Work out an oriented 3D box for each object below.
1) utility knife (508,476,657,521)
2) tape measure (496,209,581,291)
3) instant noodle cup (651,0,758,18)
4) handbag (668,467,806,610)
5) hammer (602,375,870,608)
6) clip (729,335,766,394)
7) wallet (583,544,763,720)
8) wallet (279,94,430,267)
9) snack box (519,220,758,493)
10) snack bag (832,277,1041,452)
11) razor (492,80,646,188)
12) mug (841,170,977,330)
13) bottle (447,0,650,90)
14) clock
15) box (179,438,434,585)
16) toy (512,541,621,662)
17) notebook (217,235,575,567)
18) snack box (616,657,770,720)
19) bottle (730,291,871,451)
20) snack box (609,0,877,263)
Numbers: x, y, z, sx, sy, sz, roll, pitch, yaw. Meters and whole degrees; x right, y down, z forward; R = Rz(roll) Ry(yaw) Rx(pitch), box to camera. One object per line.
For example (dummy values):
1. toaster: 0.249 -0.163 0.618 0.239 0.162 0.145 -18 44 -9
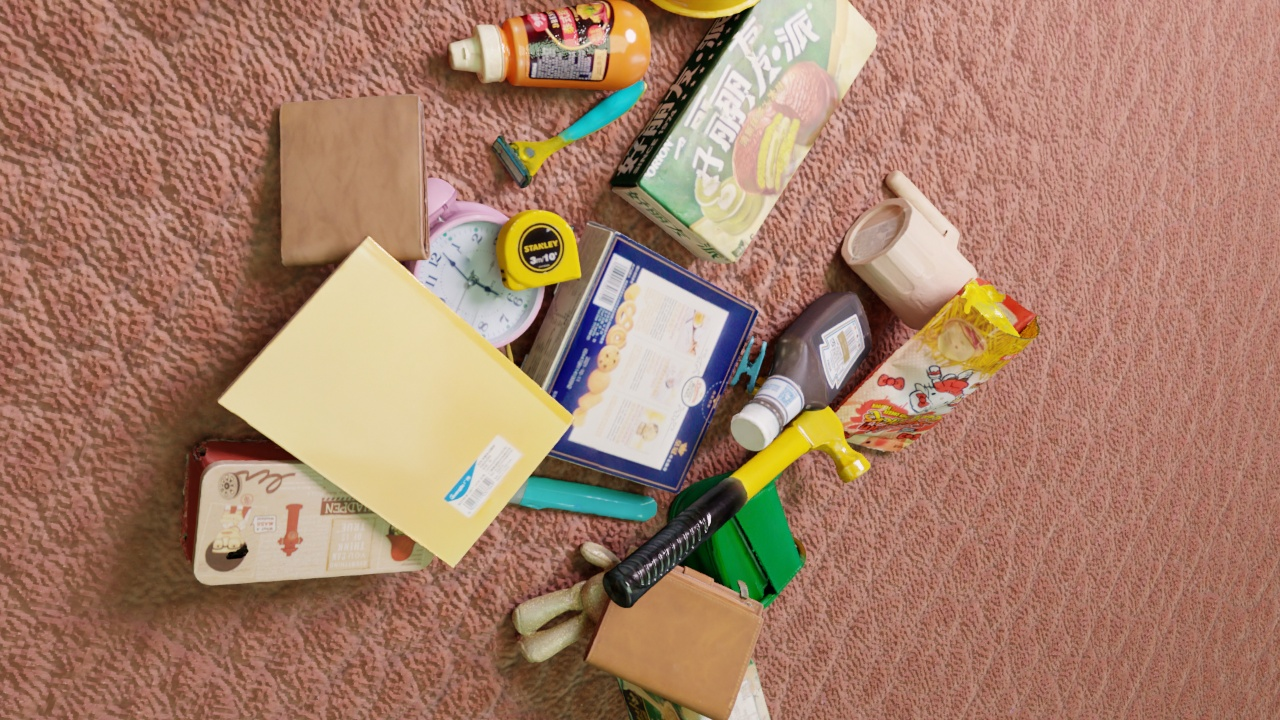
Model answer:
1. utility knife: -0.049 0.122 0.803 0.151 0.013 0.029 15 97 -31
2. tape measure: -0.076 -0.080 0.665 0.060 0.029 0.057 -16 108 -25
3. instant noodle cup: 0.052 -0.336 0.664 0.138 0.110 0.138 0 87 -3
4. handbag: 0.097 0.164 0.861 0.120 0.068 0.131 -29 112 -28
5. hammer: 0.079 0.111 0.780 0.299 0.033 0.129 -32 80 -39
6. clip: 0.096 0.004 0.805 0.047 0.014 0.057 21 125 10
7. wallet: 0.034 0.222 0.772 0.130 0.035 0.118 26 66 -4
8. wallet: -0.197 -0.123 0.630 0.101 0.020 0.115 -2 87 3
9. snack box: -0.005 0.004 0.761 0.182 0.046 0.178 24 91 -41
10. snack bag: 0.268 0.017 0.864 0.128 0.073 0.208 9 136 -29
11. razor: -0.050 -0.184 0.721 0.132 0.028 0.043 -35 84 -13
12. mug: 0.259 -0.108 0.876 0.103 0.084 0.124 37 59 -27
13. bottle: -0.069 -0.232 0.686 0.149 0.067 0.067 -10 106 -18
14. clock: -0.143 -0.068 0.683 0.158 0.060 0.117 26 88 -28
15. box: -0.240 0.106 0.671 0.168 0.081 0.091 4 99 -34
16. toy: -0.037 0.214 0.808 0.157 0.066 0.105 -20 68 -18
17. notebook: -0.160 0.035 0.642 0.206 0.010 0.145 44 81 -27
18. snack box: 0.055 0.306 0.844 0.118 0.106 0.117 -24 112 -19
19. bottle: 0.144 0.012 0.816 0.194 0.044 0.080 -42 120 -40
20. snack box: 0.088 -0.209 0.766 0.114 0.063 0.240 36 85 -27
